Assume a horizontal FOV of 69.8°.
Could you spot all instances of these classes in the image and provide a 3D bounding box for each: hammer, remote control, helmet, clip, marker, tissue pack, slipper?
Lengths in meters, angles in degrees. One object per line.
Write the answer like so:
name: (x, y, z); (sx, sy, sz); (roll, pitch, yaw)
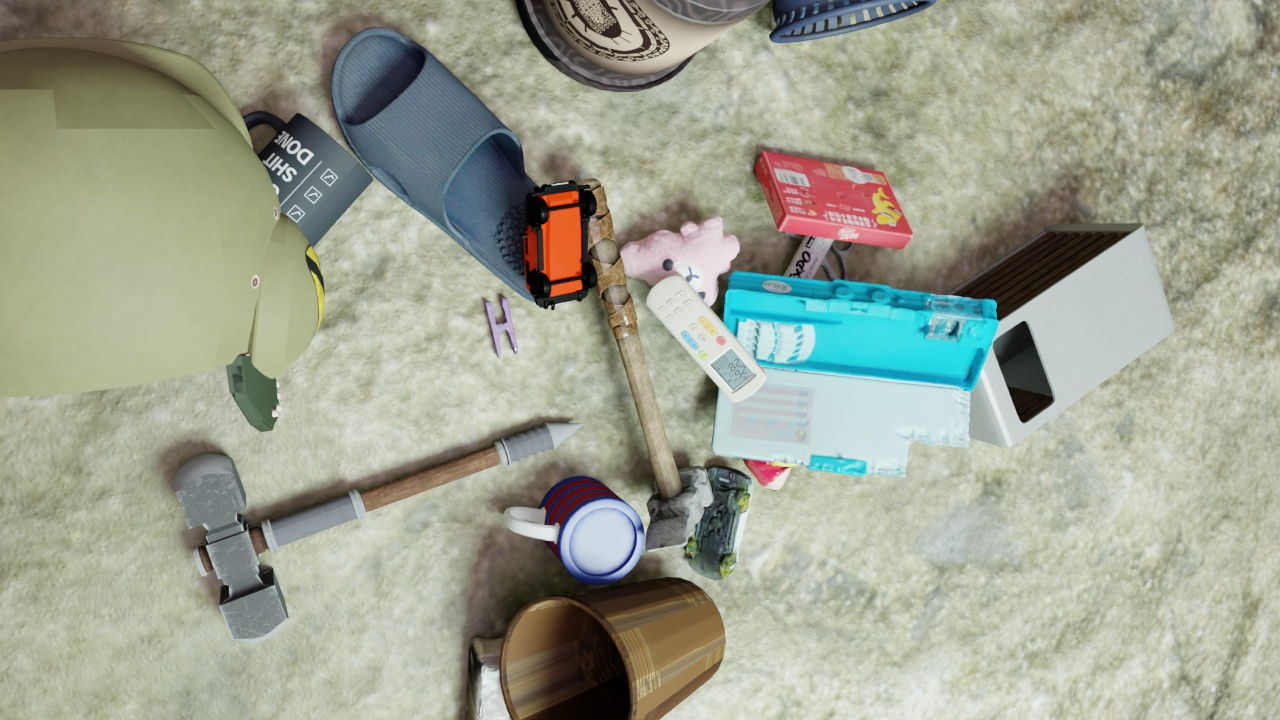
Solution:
hammer: (-0.005, 0.005, 0.775); (0.049, 0.121, 0.319); (-13, 100, 15)
remote control: (0.055, -0.019, 0.780); (0.038, 0.018, 0.125); (-39, 97, 18)
helmet: (-0.325, -0.072, 0.550); (0.250, 0.256, 0.233); (-6, 104, -19)
clip: (-0.115, -0.029, 0.779); (0.037, 0.013, 0.053); (-30, 104, -15)
marker: (0.146, -0.077, 0.856); (0.025, 0.025, 0.126); (26, 96, -22)
tissue pack: (-0.101, 0.338, 0.813); (0.103, 0.071, 0.181); (2, 94, -20)
slipper: (-0.133, -0.143, 0.718); (0.101, 0.082, 0.263); (-46, 112, -8)
hammer: (-0.196, 0.105, 0.757); (0.321, 0.043, 0.156); (-19, 104, -20)

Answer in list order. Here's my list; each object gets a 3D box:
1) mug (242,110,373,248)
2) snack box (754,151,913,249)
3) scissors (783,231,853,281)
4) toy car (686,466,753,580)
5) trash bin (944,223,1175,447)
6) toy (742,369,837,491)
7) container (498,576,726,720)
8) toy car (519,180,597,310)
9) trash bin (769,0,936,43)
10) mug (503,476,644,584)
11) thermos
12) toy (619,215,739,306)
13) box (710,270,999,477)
mug: (-0.265, -0.140, 0.682); (0.105, 0.071, 0.077); (39, 83, 6)
snack box: (0.176, -0.146, 0.836); (0.132, 0.089, 0.021); (5, 140, -21)
scissors: (0.196, -0.066, 0.889); (0.090, 0.014, 0.172); (-22, 103, -15)
toy car: (0.077, 0.152, 0.862); (0.033, 0.048, 0.105); (9, 95, -56)
trash bin: (0.390, -0.032, 0.912); (0.228, 0.114, 0.114); (-31, 107, -14)
toy: (0.145, 0.051, 0.864); (0.137, 0.067, 0.105); (-43, 102, -18)
container: (-0.013, 0.247, 0.770); (0.167, 0.132, 0.132); (1, 99, -56)
toy car: (-0.066, -0.091, 0.715); (0.051, 0.049, 0.100); (-15, 120, -30)
trash bin: (0.155, -0.407, 0.757); (0.139, 0.139, 0.249); (-15, 101, -18)
mug: (-0.061, 0.143, 0.790); (0.111, 0.076, 0.075); (9, 95, -22)
thermos: (0.011, -0.297, 0.670); (0.172, 0.226, 0.173); (-3, 99, -20)
toy: (0.041, -0.084, 0.803); (0.096, 0.052, 0.099); (-38, 111, 16)
box: (0.183, 0.011, 0.814); (0.227, 0.083, 0.172); (7, 105, 8)
